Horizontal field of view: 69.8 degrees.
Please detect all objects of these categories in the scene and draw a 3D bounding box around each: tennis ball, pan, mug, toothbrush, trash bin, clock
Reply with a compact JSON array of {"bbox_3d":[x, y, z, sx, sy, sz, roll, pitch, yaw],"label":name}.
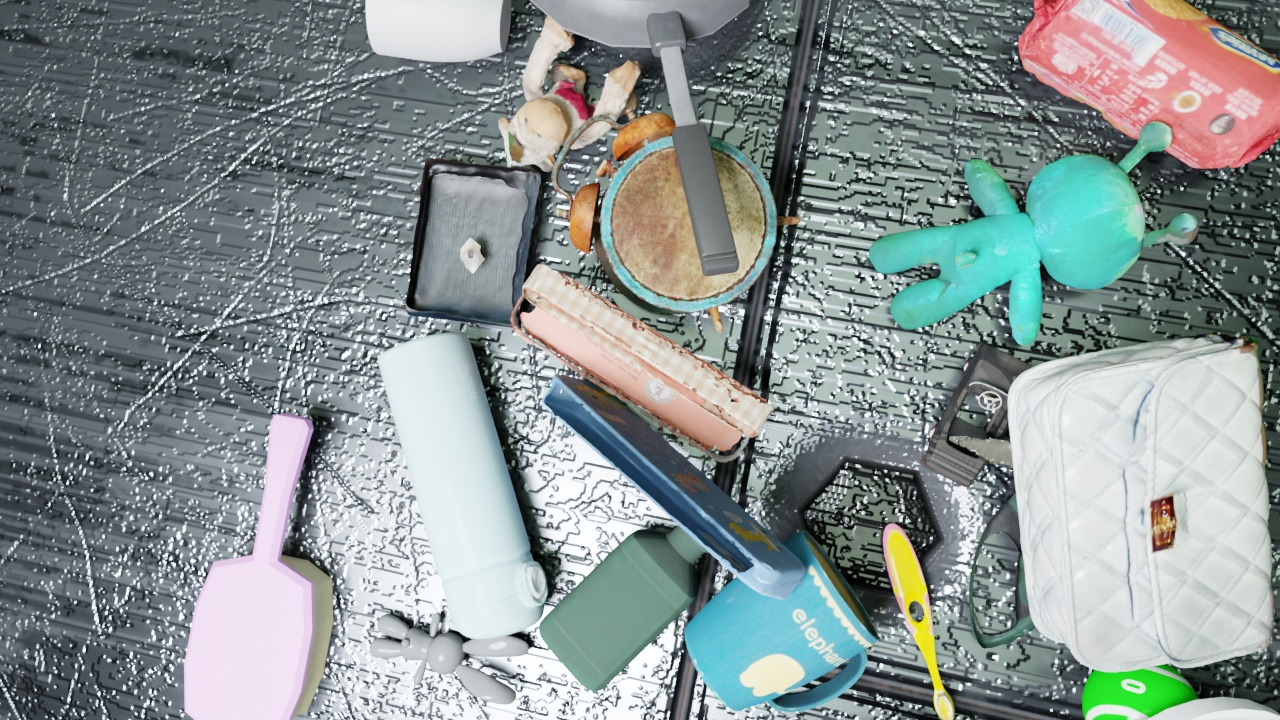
[{"bbox_3d":[0.309,0.216,0.566,0.065,0.065,0.065,-1,86,8],"label":"tennis ball"},{"bbox_3d":[0.016,-0.214,0.588,0.178,0.041,0.356,-9,67,-5],"label":"pan"},{"bbox_3d":[-0.139,-0.265,0.665,0.089,0.071,0.107,8,60,0],"label":"mug"},{"bbox_3d":[0.095,0.183,0.597,0.104,0.084,0.112,-36,111,8],"label":"mug"},{"bbox_3d":[0.186,0.175,0.610,0.021,0.016,0.135,-16,85,11],"label":"toothbrush"},{"bbox_3d":[0.348,0.309,0.453,0.195,0.199,0.195,-3,102,-13],"label":"trash bin"},{"bbox_3d":[0.015,-0.100,0.621,0.157,0.073,0.121,35,92,-3],"label":"clock"}]

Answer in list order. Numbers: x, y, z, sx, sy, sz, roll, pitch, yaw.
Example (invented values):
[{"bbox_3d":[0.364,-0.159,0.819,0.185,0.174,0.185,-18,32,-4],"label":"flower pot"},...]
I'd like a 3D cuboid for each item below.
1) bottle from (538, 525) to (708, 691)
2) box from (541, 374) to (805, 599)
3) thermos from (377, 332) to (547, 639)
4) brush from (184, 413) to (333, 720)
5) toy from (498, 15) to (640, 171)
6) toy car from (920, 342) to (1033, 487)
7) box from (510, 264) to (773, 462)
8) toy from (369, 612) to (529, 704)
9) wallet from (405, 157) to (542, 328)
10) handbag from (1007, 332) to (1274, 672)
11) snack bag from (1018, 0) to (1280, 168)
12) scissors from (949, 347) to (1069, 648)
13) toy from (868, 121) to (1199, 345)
[{"bbox_3d":[0.000,0.152,0.614,0.131,0.061,0.061,-45,80,3],"label":"bottle"},{"bbox_3d":[0.018,0.071,0.581,0.209,0.065,0.037,37,95,33],"label":"box"},{"bbox_3d":[-0.122,0.087,0.633,0.078,0.065,0.206,-21,83,25],"label":"thermos"},{"bbox_3d":[-0.264,0.152,0.660,0.089,0.043,0.228,10,88,8],"label":"brush"},{"bbox_3d":[-0.061,-0.178,0.636,0.085,0.074,0.106,42,83,3],"label":"toy"},{"bbox_3d":[0.222,0.036,0.603,0.040,0.037,0.092,27,90,9],"label":"toy car"},{"bbox_3d":[-0.002,0.002,0.618,0.187,0.085,0.048,32,66,3],"label":"box"},{"bbox_3d":[-0.137,0.206,0.646,0.112,0.030,0.049,11,73,14],"label":"toy"},{"bbox_3d":[-0.120,-0.084,0.663,0.089,0.026,0.115,8,88,8],"label":"wallet"},{"bbox_3d":[0.306,0.088,0.548,0.139,0.072,0.195,-11,100,-1],"label":"handbag"},{"bbox_3d":[0.326,-0.187,0.586,0.176,0.082,0.082,38,92,8],"label":"snack bag"},{"bbox_3d":[0.293,0.094,0.593,0.202,0.015,0.202,4,100,-1],"label":"scissors"},{"bbox_3d":[0.250,-0.079,0.594,0.194,0.072,0.130,-20,84,15],"label":"toy"}]
